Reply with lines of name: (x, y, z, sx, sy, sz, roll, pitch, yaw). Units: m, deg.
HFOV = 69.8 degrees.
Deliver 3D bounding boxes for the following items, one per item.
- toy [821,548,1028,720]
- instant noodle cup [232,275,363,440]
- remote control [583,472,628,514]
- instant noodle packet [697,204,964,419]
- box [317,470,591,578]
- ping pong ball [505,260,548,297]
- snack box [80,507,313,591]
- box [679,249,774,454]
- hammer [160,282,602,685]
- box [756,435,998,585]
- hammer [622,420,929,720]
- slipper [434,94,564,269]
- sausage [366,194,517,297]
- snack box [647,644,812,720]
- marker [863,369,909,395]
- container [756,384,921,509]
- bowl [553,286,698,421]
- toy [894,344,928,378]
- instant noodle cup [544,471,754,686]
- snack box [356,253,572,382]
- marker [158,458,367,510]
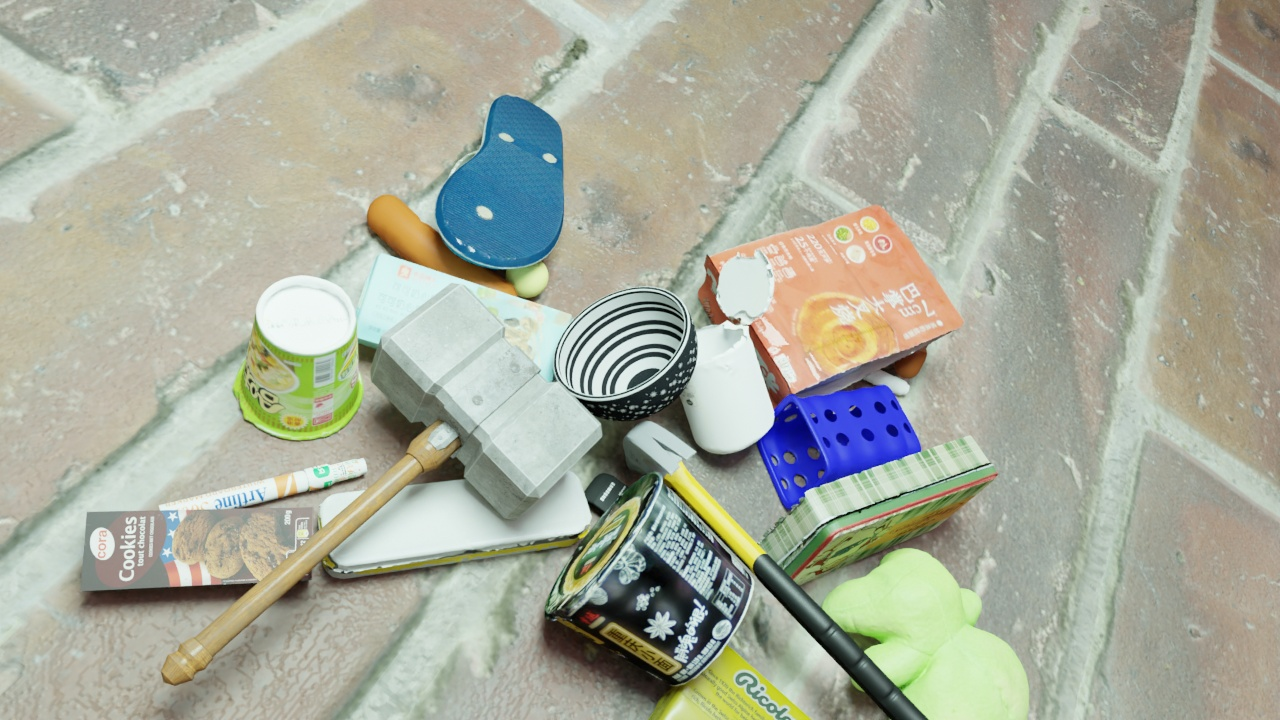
toy: (0.247, 0.252, 0.759, 0.149, 0.107, 0.197, -20, 59, -33)
instant noodle cup: (-0.259, -0.006, 0.707, 0.099, 0.108, 0.098, 12, 54, -17)
remote control: (0.016, 0.148, 0.779, 0.147, 0.015, 0.033, 36, 52, 3)
instant noodle packet: (0.192, -0.063, 0.910, 0.220, 0.084, 0.164, -24, 68, -14)
box: (-0.141, 0.125, 0.716, 0.209, 0.037, 0.064, -4, 58, -24)
ping pong ball: (-0.107, -0.079, 0.862, 0.040, 0.040, 0.040, 11, 55, -16)
snack box: (-0.302, 0.129, 0.636, 0.140, 0.032, 0.051, 2, 79, -22)
box: (0.081, -0.008, 0.824, 0.125, 0.084, 0.156, -33, 117, -22)
hammer: (-0.190, 0.100, 0.637, 0.162, 0.083, 0.316, 45, 58, 1)
box: (0.209, 0.133, 0.809, 0.205, 0.118, 0.051, -12, 62, -31)
hammer: (0.102, 0.168, 0.722, 0.029, 0.127, 0.323, -41, 76, -13)
slipper: (-0.132, -0.167, 0.902, 0.118, 0.060, 0.294, 22, 39, -15)
sausage: (-0.183, -0.094, 0.840, 0.164, 0.039, 0.044, 37, 33, 3)
snack box: (0.047, 0.310, 0.669, 0.121, 0.045, 0.180, 40, 55, 4)
marker: (0.222, 0.006, 0.959, 0.133, 0.017, 0.020, 24, 14, -7)
container: (0.184, 0.078, 0.855, 0.113, 0.085, 0.085, -6, 60, -28)
bowl: (-0.004, 0.004, 0.763, 0.120, 0.066, 0.120, -15, 45, 16)
toy: (0.246, -0.038, 0.977, 0.128, 0.065, 0.094, 26, 23, 8)
instant noodle cup: (0.012, 0.171, 0.695, 0.112, 0.138, 0.136, 39, 52, -5)
snack box: (-0.151, -0.028, 0.786, 0.174, 0.053, 0.075, 18, 81, -13)
marker: (-0.279, 0.097, 0.688, 0.145, 0.017, 0.017, -13, 64, -29)
